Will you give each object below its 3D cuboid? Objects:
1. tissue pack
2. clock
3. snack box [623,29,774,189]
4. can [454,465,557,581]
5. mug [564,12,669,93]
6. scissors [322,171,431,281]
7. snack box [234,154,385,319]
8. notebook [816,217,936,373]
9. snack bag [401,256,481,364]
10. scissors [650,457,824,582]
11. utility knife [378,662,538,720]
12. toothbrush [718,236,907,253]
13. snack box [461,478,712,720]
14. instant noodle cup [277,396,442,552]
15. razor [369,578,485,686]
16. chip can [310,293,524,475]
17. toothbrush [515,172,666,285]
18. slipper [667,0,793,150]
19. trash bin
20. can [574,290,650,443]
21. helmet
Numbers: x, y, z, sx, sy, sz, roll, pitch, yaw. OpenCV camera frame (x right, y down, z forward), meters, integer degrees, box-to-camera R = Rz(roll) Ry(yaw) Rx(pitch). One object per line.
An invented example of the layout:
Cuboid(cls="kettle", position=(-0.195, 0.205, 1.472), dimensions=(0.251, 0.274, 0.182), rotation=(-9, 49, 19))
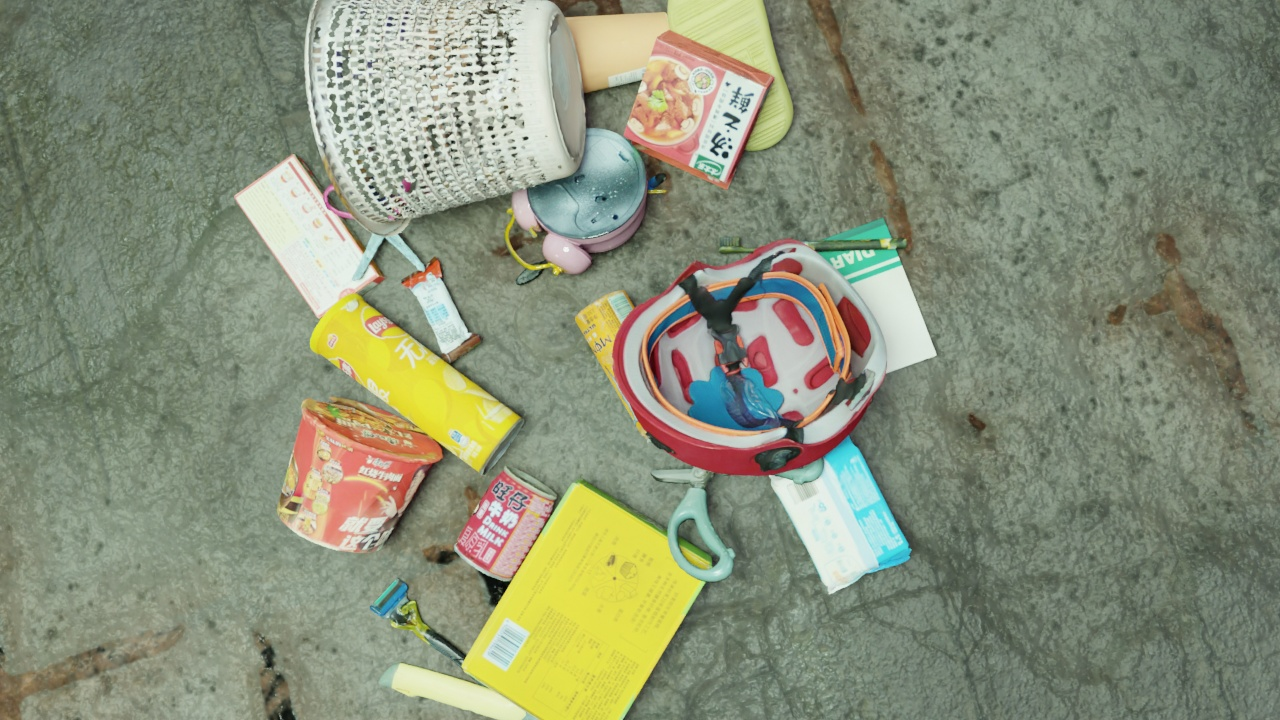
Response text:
Cuboid(cls="tissue pack", position=(0.190, 0.145, 0.882), dimensions=(0.090, 0.063, 0.140), rotation=(-27, 83, 3))
Cuboid(cls="clock", position=(-0.063, -0.151, 0.902), dimensions=(0.158, 0.060, 0.117), rotation=(-38, 73, -4))
Cuboid(cls="snack box", position=(0.051, -0.234, 0.885), dimensions=(0.113, 0.044, 0.127), rotation=(25, 127, 4))
Cuboid(cls="can", position=(-0.130, 0.157, 0.893), dimensions=(0.066, 0.066, 0.094), rotation=(31, 88, 4))
Cuboid(cls="mug", position=(-0.031, -0.308, 0.915), dimensions=(0.123, 0.078, 0.078), rotation=(-9, 86, -3))
Cuboid(cls="scissors", position=(-0.265, -0.140, 0.926), dimensions=(0.135, 0.017, 0.133), rotation=(24, 73, -4))
Cuboid(cls="snack box", position=(-0.338, -0.125, 0.938), dimensions=(0.077, 0.027, 0.156), rotation=(-36, 86, 0))
Cuboid(cls="notebook", position=(0.172, -0.039, 0.920), dimensions=(0.209, 0.012, 0.150), rotation=(-20, 85, 1))
Cuboid(cls="snack bag", position=(-0.202, -0.051, 0.928), dimensions=(0.048, 0.026, 0.104), rotation=(-32, 87, 7))
Cuboid(cls="scissors", position=(0.094, 0.121, 0.857), dimensions=(0.179, 0.019, 0.170), rotation=(-20, 42, 8))
Cuboid(cls="utility knife", position=(-0.157, 0.339, 0.908), dimensions=(0.213, 0.022, 0.031), rotation=(15, 88, 10))
Cuboid(cls="toothbrush", position=(0.171, -0.117, 0.915), dimensions=(0.186, 0.012, 0.017), rotation=(-1, 74, 4))
Cuboid(cls="snack box", position=(-0.048, 0.241, 0.883), dimensions=(0.157, 0.070, 0.210), rotation=(31, 88, 4))
Cuboid(cls="instant noodle cup", position=(-0.272, 0.111, 0.874), dimensions=(0.138, 0.138, 0.108), rotation=(24, 96, 3))
Cuboid(cls="razor", position=(-0.203, 0.278, 0.913), dimensions=(0.143, 0.022, 0.042), rotation=(38, 45, 1))
Cuboid(cls="chip can", position=(-0.219, 0.023, 0.904), dimensions=(0.213, 0.072, 0.072), rotation=(36, 89, 3))
Cuboid(cls="toothbrush", position=(-0.050, -0.134, 0.933), dimensions=(0.189, 0.016, 0.014), rotation=(-36, 91, -1))
Cuboid(cls="slipper", position=(0.090, -0.302, 0.908), dimensions=(0.092, 0.081, 0.190), rotation=(-20, 112, 14))
Cuboid(cls="trash bin", position=(-0.158, -0.232, 0.821), dimensions=(0.192, 0.227, 0.227), rotation=(-4, 86, 9))
Cuboid(cls="can", position=(-0.005, 0.005, 0.901), dimensions=(0.058, 0.058, 0.146), rotation=(-30, 86, 0))
Cuboid(cls="helmet", position=(0.093, 0.019, 0.828), dimensions=(0.239, 0.144, 0.206), rotation=(-19, 56, -12))
